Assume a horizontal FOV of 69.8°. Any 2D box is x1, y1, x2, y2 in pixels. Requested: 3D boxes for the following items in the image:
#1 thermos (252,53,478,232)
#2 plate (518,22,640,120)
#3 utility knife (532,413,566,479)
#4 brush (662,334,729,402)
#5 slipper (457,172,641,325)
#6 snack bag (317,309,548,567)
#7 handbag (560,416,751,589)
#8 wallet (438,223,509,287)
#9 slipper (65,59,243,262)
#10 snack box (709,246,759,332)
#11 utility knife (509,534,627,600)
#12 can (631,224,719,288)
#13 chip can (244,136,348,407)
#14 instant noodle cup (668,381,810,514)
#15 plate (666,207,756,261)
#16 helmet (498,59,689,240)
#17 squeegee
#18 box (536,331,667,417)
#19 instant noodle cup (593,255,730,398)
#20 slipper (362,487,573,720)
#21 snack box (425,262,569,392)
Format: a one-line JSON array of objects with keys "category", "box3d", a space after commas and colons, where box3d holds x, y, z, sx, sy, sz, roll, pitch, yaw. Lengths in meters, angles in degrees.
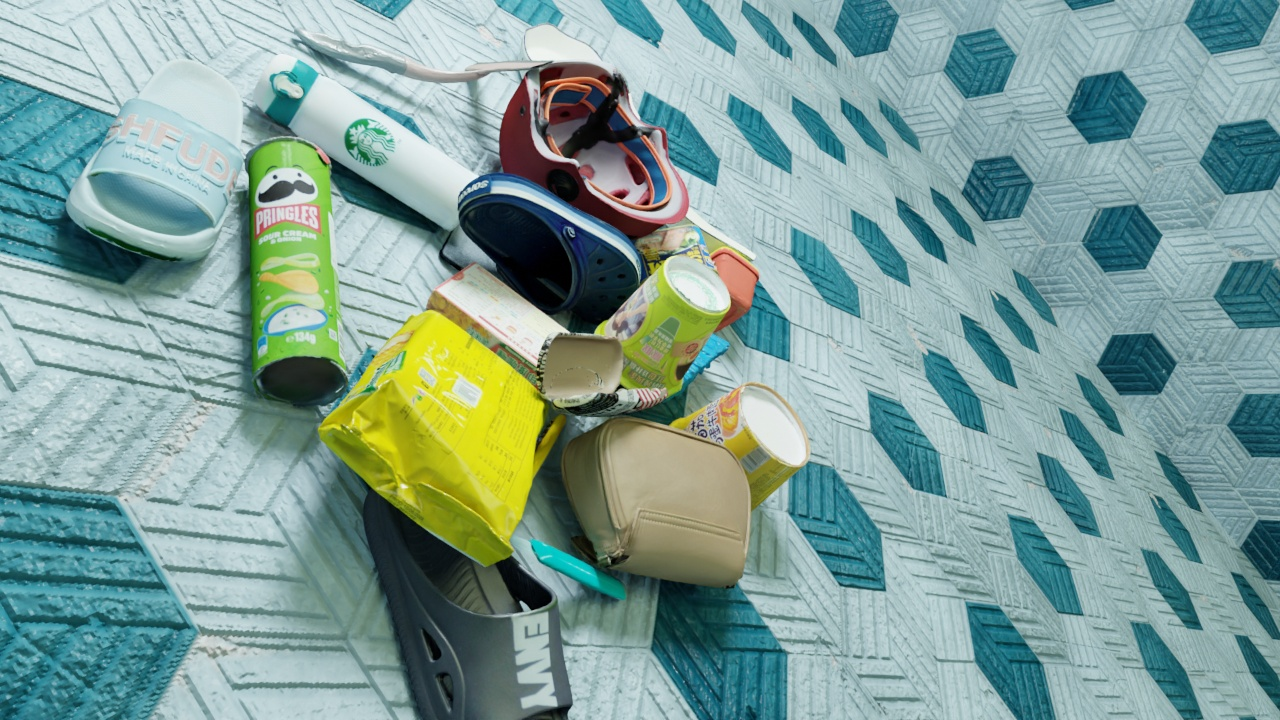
[{"category": "thermos", "box3d": [-0.267, -0.215, 0.905, 0.224, 0.073, 0.073, 32, 37, -25]}, {"category": "plate", "box3d": [-0.091, -0.389, 1.311, 0.204, 0.046, 0.204, 30, 39, -28]}, {"category": "utility knife", "box3d": [-0.093, 0.082, 0.857, 0.015, 0.033, 0.201, 40, 30, -8]}, {"category": "brush", "box3d": [-0.006, 0.006, 1.018, 0.109, 0.061, 0.313, 47, 35, 6]}, {"category": "slipper", "box3d": [-0.083, -0.100, 0.945, 0.252, 0.105, 0.095, 35, 45, -46]}, {"category": "snack bag", "box3d": [-0.148, 0.047, 0.727, 0.158, 0.068, 0.246, 40, 14, -14]}, {"category": "handbag", "box3d": [0.016, 0.138, 0.872, 0.204, 0.100, 0.147, 20, 51, -37]}, {"category": "wallet", "box3d": [-0.160, -0.120, 0.988, 0.097, 0.019, 0.120, 34, 37, -19]}, {"category": "slipper", "box3d": [-0.370, -0.172, 0.739, 0.104, 0.074, 0.245, 28, 38, -32]}, {"category": "snack box", "box3d": [0.102, -0.091, 1.205, 0.082, 0.091, 0.080, 33, 43, -25]}, {"category": "utility knife", "box3d": [-0.058, 0.174, 0.771, 0.182, 0.013, 0.029, 42, 12, -49]}, {"category": "can", "box3d": [0.039, -0.119, 1.152, 0.102, 0.057, 0.083, -11, 54, -7]}, {"category": "chip can", "box3d": [-0.282, -0.077, 0.749, 0.072, 0.072, 0.235, 16, 47, -41]}, {"category": "instant noodle cup", "box3d": [0.110, 0.095, 1.008, 0.138, 0.110, 0.137, 31, 37, -26]}, {"category": "plate", "box3d": [0.085, -0.178, 1.283, 0.164, 0.034, 0.163, 37, 13, 4]}, {"category": "helmet", "box3d": [-0.067, -0.227, 1.088, 0.240, 0.144, 0.206, 53, 40, -2]}, {"category": "squeegee", "box3d": [-0.259, -0.337, 1.031, 0.249, 0.040, 0.248, 0, 16, -29]}, {"category": "box", "box3d": [-0.037, 0.011, 0.849, 0.162, 0.076, 0.086, -4, 78, -65]}, {"category": "instant noodle cup", "box3d": [0.028, -0.040, 0.950, 0.111, 0.124, 0.111, 22, 40, -21]}, {"category": "slipper", "box3d": [-0.119, 0.186, 0.674, 0.110, 0.084, 0.268, -7, 61, -50]}, {"category": "snack box", "box3d": [-0.125, -0.030, 0.899, 0.156, 0.027, 0.076, 37, 35, 3]}]
